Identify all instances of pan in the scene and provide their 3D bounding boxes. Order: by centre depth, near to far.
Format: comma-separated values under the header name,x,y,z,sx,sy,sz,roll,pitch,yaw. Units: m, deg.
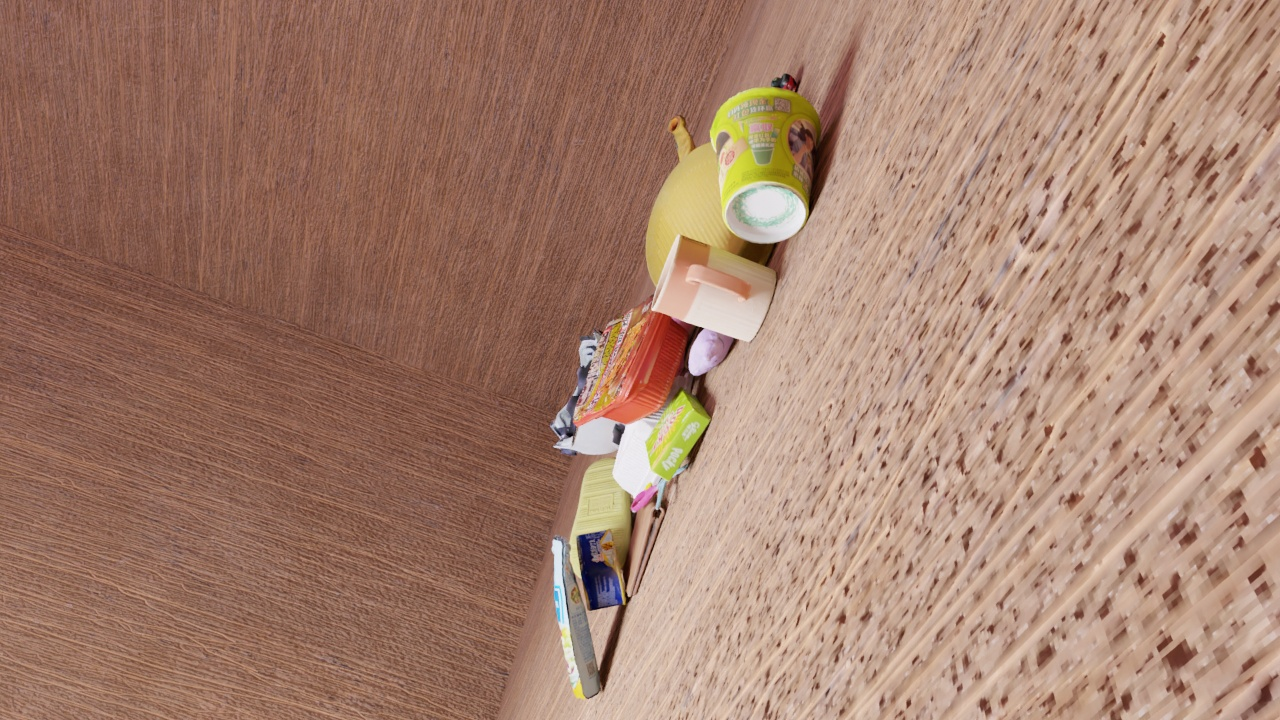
name,x,y,z,sx,sy,sz,roll,pitch,yaw
pan,0.070,-0.208,1.113,0.198,0.078,0.357,-51,42,30

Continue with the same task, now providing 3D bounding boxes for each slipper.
name,x,y,z,sx,sy,sz,roll,pitch,yaw
slipper,-0.043,0.233,1.320,0.081,0.092,0.190,52,-146,-47

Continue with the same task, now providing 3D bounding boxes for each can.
name,x,y,z,sx,sy,sz,roll,pitch,yaw
can,-0.052,0.266,1.173,0.148,0.049,0.075,-120,20,-76

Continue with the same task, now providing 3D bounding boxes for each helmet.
name,x,y,z,sx,sy,sz,roll,pitch,yaw
helmet,-0.054,0.070,1.620,0.259,0.146,0.229,-177,105,-77

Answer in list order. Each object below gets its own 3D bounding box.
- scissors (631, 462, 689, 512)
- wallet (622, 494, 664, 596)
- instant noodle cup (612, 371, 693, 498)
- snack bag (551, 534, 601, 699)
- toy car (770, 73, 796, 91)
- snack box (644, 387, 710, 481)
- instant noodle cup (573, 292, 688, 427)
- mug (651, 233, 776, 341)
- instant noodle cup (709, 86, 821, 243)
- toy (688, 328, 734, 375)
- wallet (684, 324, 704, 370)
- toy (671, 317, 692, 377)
name,x,y,z,sx,sy,sz,roll,pitch,yaw
scissors,0.029,0.139,1.091,0.130,0.017,0.134,-58,8,-36
wallet,0.001,0.223,1.129,0.101,0.020,0.115,-134,61,-84
instant noodle cup,0.012,0.102,1.250,0.174,0.060,0.137,112,175,-46
snack bag,-0.083,0.306,1.118,0.110,0.039,0.191,42,-144,-87
toy car,0.170,-0.332,1.240,0.121,0.045,0.052,-50,14,35
snack box,0.041,0.083,1.075,0.086,0.026,0.156,-57,6,5
instant noodle cup,-0.007,0.007,1.158,0.189,0.079,0.164,-33,32,63
mug,0.076,-0.073,0.915,0.114,0.106,0.081,160,129,-84
instant noodle cup,0.121,-0.183,0.893,0.112,0.111,0.123,115,165,-51
toy,0.082,-0.018,1.043,0.083,0.039,0.108,-54,-5,-19
wallet,0.083,-0.041,1.178,0.115,0.033,0.090,-83,15,-72
toy,0.024,0.005,1.355,0.179,0.074,0.194,-58,-2,17
